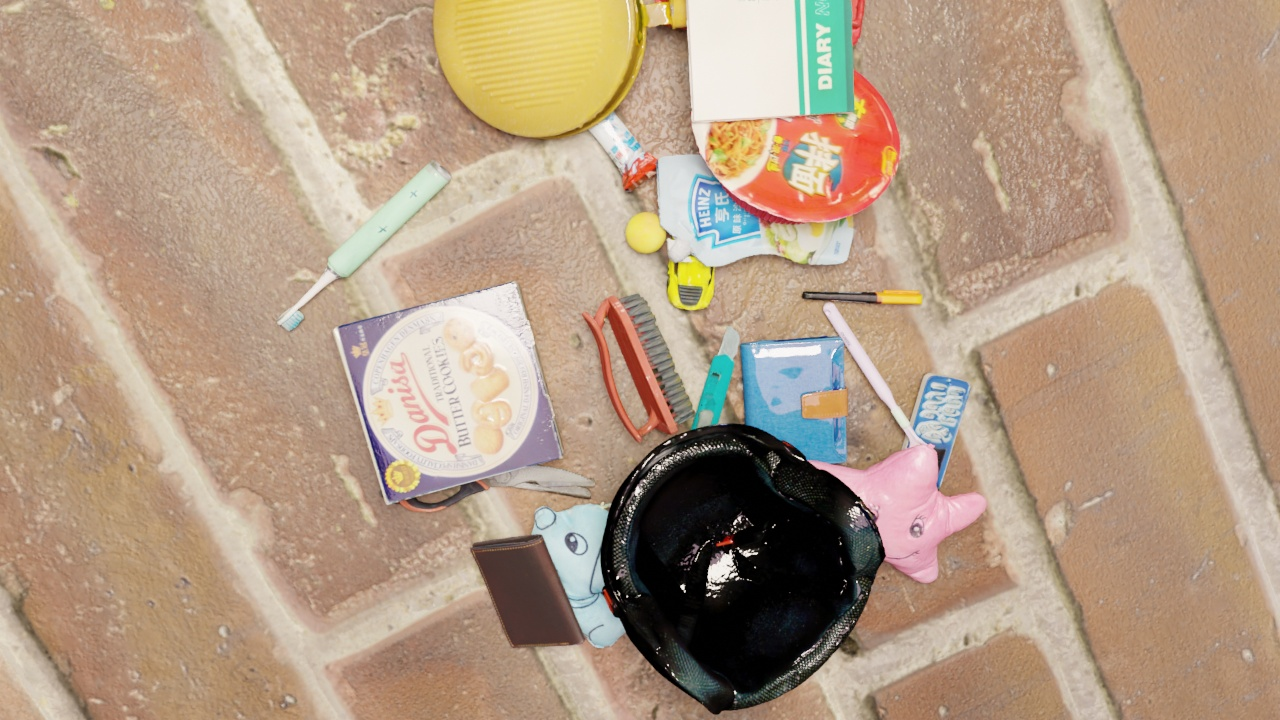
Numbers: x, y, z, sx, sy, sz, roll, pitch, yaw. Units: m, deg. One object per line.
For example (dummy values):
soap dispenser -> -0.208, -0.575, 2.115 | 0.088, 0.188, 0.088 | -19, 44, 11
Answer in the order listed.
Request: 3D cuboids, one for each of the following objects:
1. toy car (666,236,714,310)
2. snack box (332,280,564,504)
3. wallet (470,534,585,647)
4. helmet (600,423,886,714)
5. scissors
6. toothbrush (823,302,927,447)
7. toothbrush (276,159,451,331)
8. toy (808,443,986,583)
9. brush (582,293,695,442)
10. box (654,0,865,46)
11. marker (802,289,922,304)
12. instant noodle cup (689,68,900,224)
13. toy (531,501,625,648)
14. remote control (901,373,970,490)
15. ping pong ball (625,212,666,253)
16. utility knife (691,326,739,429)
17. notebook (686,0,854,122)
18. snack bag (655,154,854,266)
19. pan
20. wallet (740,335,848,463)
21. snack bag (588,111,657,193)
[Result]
toy car -> 0.052, -0.102, 0.911 | 0.048, 0.032, 0.105 | 3, 97, -4
snack box -> -0.184, 0.031, 0.900 | 0.182, 0.046, 0.178 | -15, 96, -5
wallet -> -0.117, 0.239, 0.941 | 0.097, 0.020, 0.122 | -13, 103, 32
helmet -> 0.077, 0.181, 0.860 | 0.233, 0.230, 0.275 | -38, 101, -11
scissors -> -0.160, 0.128, 0.943 | 0.192, 0.015, 0.207 | -43, 99, 2
toothbrush -> 0.239, 0.022, 0.939 | 0.029, 0.021, 0.189 | -32, 91, 41
toothbrush -> -0.271, -0.110, 0.890 | 0.224, 0.026, 0.027 | -42, 121, 3
toy -> 0.247, 0.147, 0.933 | 0.194, 0.074, 0.179 | 16, 123, -3
brush -> -0.005, 0.005, 0.908 | 0.069, 0.063, 0.146 | -25, 99, -13
box -> 0.118, -0.373, 0.852 | 0.201, 0.073, 0.155 | 6, 121, -4
marker -> 0.226, -0.066, 0.935 | 0.124, 0.018, 0.015 | 1, 100, -3
instant noodle cup -> 0.138, -0.199, 0.857 | 0.193, 0.066, 0.193 | 3, 69, -8
toy -> -0.051, 0.216, 0.947 | 0.161, 0.049, 0.156 | 29, 103, -7
remote control -> 0.304, 0.075, 0.960 | 0.049, 0.024, 0.125 | 12, 102, -6
ping pong ball -> 0.005, -0.125, 0.899 | 0.040, 0.040, 0.040 | -1, 99, -4
utility knife -> 0.070, 0.051, 0.946 | 0.029, 0.013, 0.179 | 15, 98, -8
notebook -> 0.112, -0.318, 0.799 | 0.150, 0.012, 0.209 | -5, 100, -8
snack bag -> 0.110, -0.146, 0.891 | 0.191, 0.039, 0.110 | -1, 92, -9
pan -> -0.013, -0.310, 0.831 | 0.358, 0.078, 0.198 | -2, 108, 14
wallet -> 0.158, 0.044, 0.940 | 0.106, 0.040, 0.133 | -4, 101, 1
snack bag -> -0.024, -0.215, 0.890 | 0.048, 0.026, 0.104 | -36, 100, -7
